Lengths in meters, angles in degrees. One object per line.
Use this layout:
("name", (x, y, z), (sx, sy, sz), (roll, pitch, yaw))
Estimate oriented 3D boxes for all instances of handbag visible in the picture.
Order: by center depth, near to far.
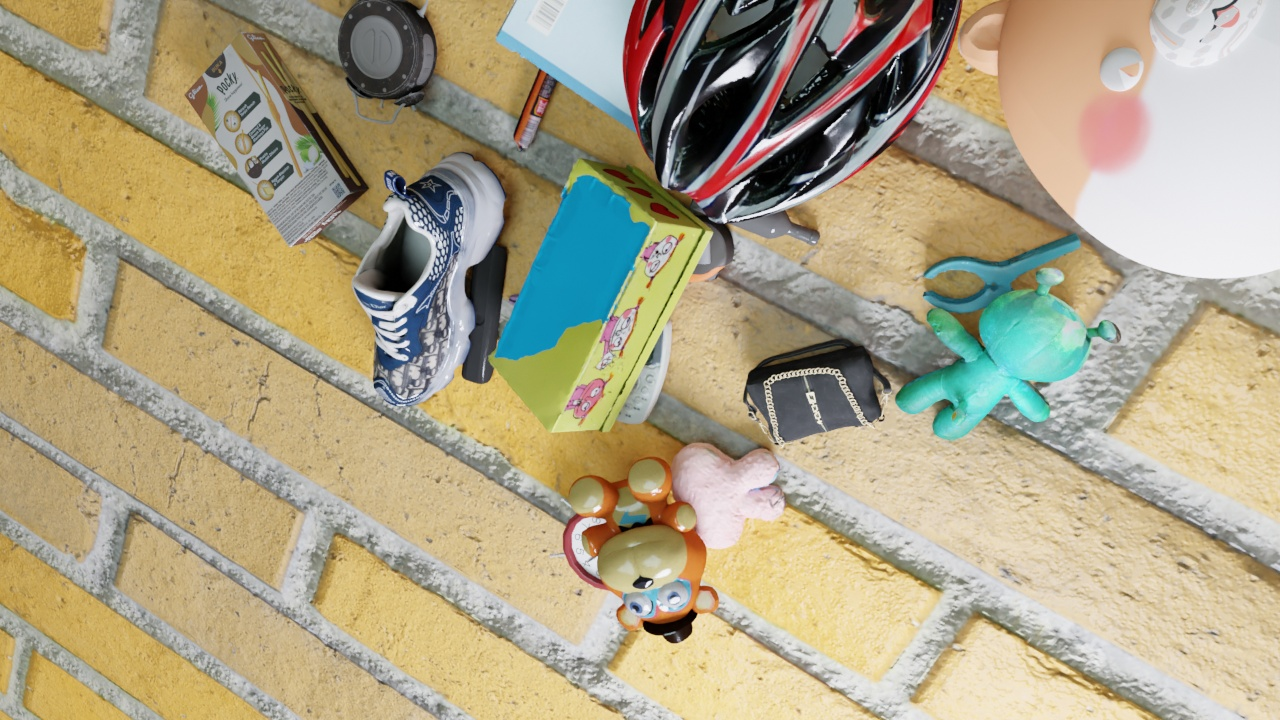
("handbag", (0.156, 0.032, 0.814), (0.129, 0.054, 0.079), (-14, 112, 21))

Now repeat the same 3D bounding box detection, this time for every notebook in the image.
("notebook", (0.033, -0.266, 0.741), (0.253, 0.009, 0.181), (32, 115, -11))

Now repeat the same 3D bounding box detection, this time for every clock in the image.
("clock", (-0.234, -0.285, 0.855), (0.091, 0.043, 0.123), (16, 111, 15))
("clock", (-0.018, 0.184, 0.921), (0.138, 0.048, 0.096), (18, 112, 16))

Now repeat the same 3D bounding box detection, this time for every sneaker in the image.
("sneaker", (-0.224, -0.063, 0.862), (0.103, 0.132, 0.270), (33, 119, 18))

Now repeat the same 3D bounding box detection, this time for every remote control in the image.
("remote control", (-0.005, 0.005, 0.871), (0.060, 0.028, 0.114), (18, 111, 14))
("remote control", (-0.158, -0.048, 0.918), (0.033, 0.015, 0.147), (16, 111, 15))

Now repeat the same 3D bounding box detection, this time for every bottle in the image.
("bottle", (0.100, -0.124, 0.784), (0.113, 0.030, 0.030), (21, 113, -3))

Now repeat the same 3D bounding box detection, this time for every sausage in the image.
("sausage", (-0.082, -0.257, 0.822), (0.020, 0.020, 0.156), (32, 115, 8))

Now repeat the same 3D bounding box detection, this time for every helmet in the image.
("helmet", (0.106, -0.222, 0.648), (0.217, 0.166, 0.273), (29, 123, -19))

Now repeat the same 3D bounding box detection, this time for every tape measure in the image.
("tape measure", (0.051, -0.097, 0.812), (0.059, 0.038, 0.058), (5, 108, 19))

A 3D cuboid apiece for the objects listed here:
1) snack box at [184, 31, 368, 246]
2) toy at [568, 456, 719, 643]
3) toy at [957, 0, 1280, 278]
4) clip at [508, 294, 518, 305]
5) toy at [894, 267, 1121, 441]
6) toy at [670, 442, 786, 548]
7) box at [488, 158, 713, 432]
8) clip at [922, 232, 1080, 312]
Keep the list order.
("snack box", (-0.370, -0.222, 0.932), (0.101, 0.031, 0.186), (-32, 94, 26))
("toy", (0.008, 0.174, 0.842), (0.112, 0.096, 0.176), (-20, 108, 15))
("toy", (0.348, -0.192, 0.552), (0.281, 0.265, 0.263), (39, 118, 20))
("clip", (-0.101, -0.057, 0.897), (0.051, 0.014, 0.045), (44, 116, 0))
("toy", (0.284, 0.004, 0.727), (0.130, 0.072, 0.194), (37, 135, -1))
("toy", (0.083, 0.124, 0.866), (0.105, 0.053, 0.108), (-12, 102, 12))
("box", (-0.040, -0.055, 0.817), (0.124, 0.079, 0.221), (43, 116, 35))
("clip", (0.292, -0.052, 0.747), (0.120, 0.027, 0.103), (4, 106, 19))
